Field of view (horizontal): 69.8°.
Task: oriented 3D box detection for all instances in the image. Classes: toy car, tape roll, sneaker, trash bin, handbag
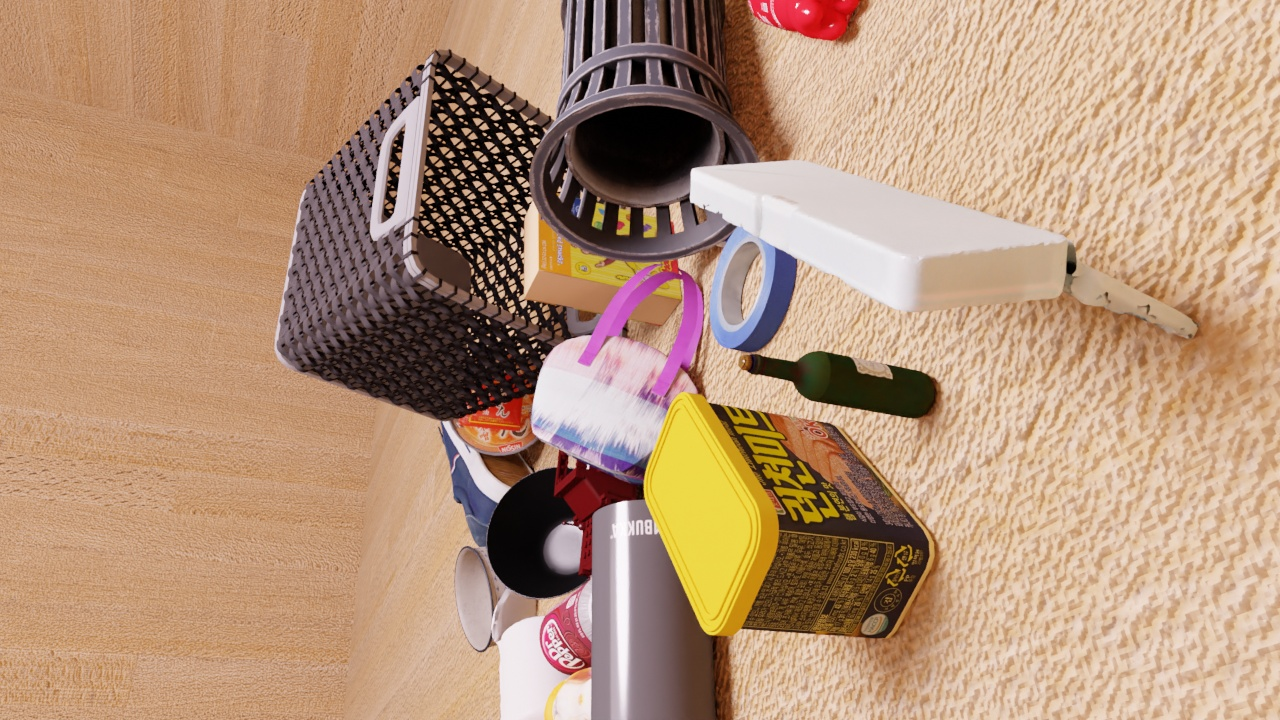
[{"bbox_3d":[-0.034,0.099,0.784,0.070,0.061,0.169,134,146,-55],"label":"toy car"},{"bbox_3d":[0.077,-0.053,0.643,0.091,0.016,0.093,153,124,-64],"label":"tape roll"},{"bbox_3d":[-0.208,0.142,1.161,0.127,0.120,0.294,-61,28,13],"label":"sneaker"},{"bbox_3d":[0.002,-0.218,0.722,0.165,0.164,0.227,127,150,-49],"label":"trash bin"},{"bbox_3d":[-0.004,0.004,0.722,0.169,0.145,0.068,-65,-22,-9],"label":"handbag"}]

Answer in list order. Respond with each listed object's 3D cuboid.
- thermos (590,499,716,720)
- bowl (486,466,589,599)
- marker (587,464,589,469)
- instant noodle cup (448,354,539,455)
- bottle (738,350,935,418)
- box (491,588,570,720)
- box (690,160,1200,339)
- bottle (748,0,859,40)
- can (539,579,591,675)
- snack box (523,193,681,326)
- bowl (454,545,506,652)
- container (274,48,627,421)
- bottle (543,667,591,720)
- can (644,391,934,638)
[{"bbox_3d":[0.008,0.220,0.605,0.082,0.082,0.240,134,141,-55],"label":"thermos"},{"bbox_3d":[-0.074,0.165,0.846,0.052,0.124,0.123,59,-156,-56],"label":"bowl"},{"bbox_3d":[-0.055,0.133,0.890,0.020,0.020,0.141,-155,76,-68],"label":"marker"},{"bbox_3d":[-0.173,0.041,1.114,0.122,0.123,0.123,-143,65,-77],"label":"instant noodle cup"},{"bbox_3d":[0.095,0.009,0.446,0.025,0.106,0.025,-170,91,-69],"label":"bottle"},{"bbox_3d":[-0.096,0.271,0.840,0.092,0.081,0.160,-23,44,15],"label":"box"},{"bbox_3d":[0.113,-0.056,0.390,0.197,0.135,0.043,-130,47,-63],"label":"box"},{"bbox_3d":[0.103,-0.250,0.633,0.141,0.042,0.042,-121,46,-60],"label":"bottle"},{"bbox_3d":[-0.038,0.217,0.750,0.114,0.063,0.063,131,143,-53],"label":"can"},{"bbox_3d":[-0.034,-0.088,0.790,0.040,0.125,0.088,127,147,-49],"label":"snack box"},{"bbox_3d":[-0.160,0.261,1.024,0.116,0.059,0.115,10,102,58],"label":"bowl"},{"bbox_3d":[-0.187,-0.098,0.910,0.244,0.245,0.247,-24,55,37],"label":"container"},{"bbox_3d":[-0.033,0.270,0.713,0.109,0.063,0.063,129,145,-52],"label":"bottle"},{"bbox_3d":[0.072,0.080,0.479,0.130,0.101,0.073,-119,44,-59],"label":"can"}]
